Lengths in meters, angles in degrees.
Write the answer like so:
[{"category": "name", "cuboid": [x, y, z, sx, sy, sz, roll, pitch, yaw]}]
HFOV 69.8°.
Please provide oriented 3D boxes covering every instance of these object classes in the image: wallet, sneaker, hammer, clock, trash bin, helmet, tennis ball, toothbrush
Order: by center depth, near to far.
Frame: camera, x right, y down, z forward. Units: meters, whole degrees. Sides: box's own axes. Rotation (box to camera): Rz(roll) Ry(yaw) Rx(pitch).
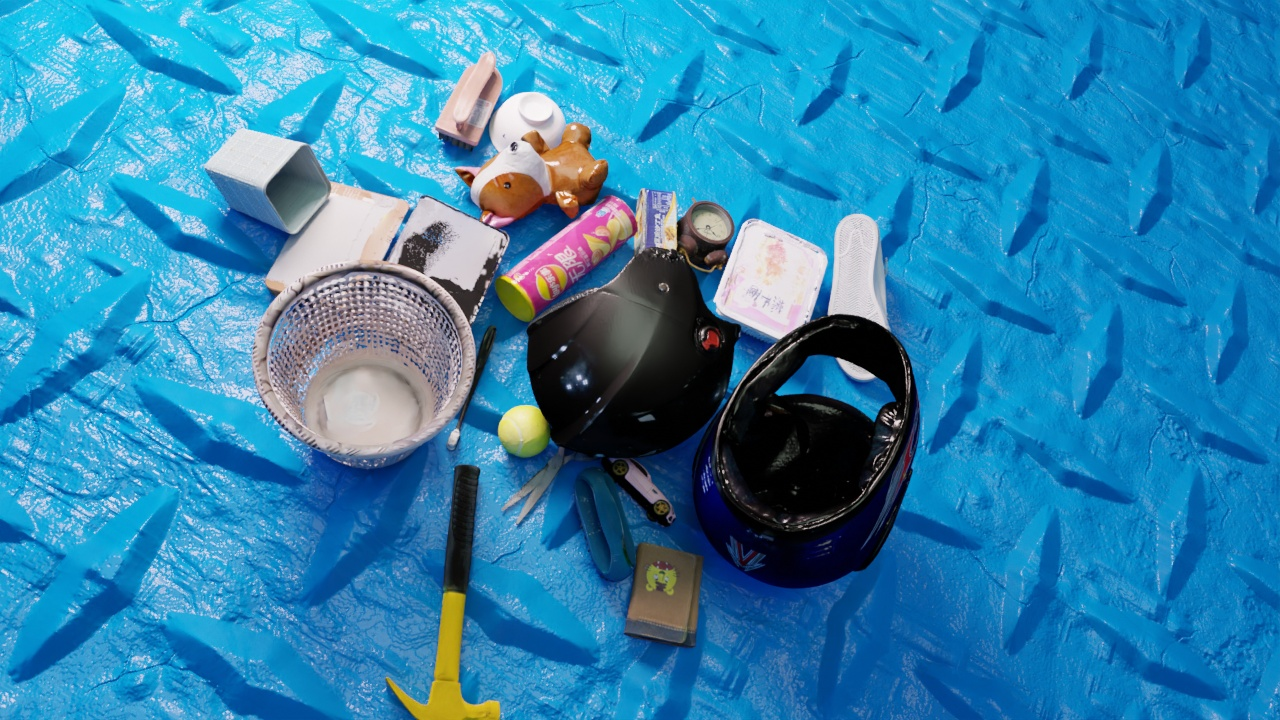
[{"category": "trash bin", "cuboid": [-0.310, 0.028, 1.047, 0.227, 0.193, 0.227, 6, 67, -13]}, {"category": "hammer", "cuboid": [-0.216, 0.268, 1.062, 0.128, 0.033, 0.300, 8, 66, -13]}, {"category": "helmet", "cuboid": [-0.007, 0.006, 1.116, 0.274, 0.234, 0.230, 10, 72, -27]}, {"category": "helmet", "cuboid": [0.204, 0.123, 1.116, 0.247, 0.240, 0.314, 28, 72, 20]}, {"category": "wallet", "cuboid": [0.031, 0.287, 1.123, 0.090, 0.033, 0.115, 14, 61, -8]}, {"category": "tennis ball", "cuboid": [-0.143, 0.088, 1.139, 0.065, 0.066, 0.065, 6, 66, -13]}, {"category": "toothbrush", "cuboid": [-0.214, 0.031, 1.173, 0.015, 0.018, 0.180, 17, 63, -5]}, {"category": "clock", "cuboid": [0.090, -0.174, 1.315, 0.082, 0.055, 0.121, 20, 56, -13]}, {"category": "sneaker", "cuboid": [0.319, -0.087, 1.342, 0.090, 0.090, 0.242, -2, 85, 15]}]

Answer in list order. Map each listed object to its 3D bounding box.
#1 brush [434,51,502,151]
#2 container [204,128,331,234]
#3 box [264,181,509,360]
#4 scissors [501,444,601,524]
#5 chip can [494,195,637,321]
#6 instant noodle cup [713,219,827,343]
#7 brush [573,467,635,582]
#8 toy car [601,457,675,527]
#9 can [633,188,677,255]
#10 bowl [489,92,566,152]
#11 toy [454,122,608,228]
[{"category": "brush", "cuboid": [-0.237, -0.372, 1.307, 0.063, 0.073, 0.145, 21, 62, -5]}, {"category": "container", "cuboid": [-0.472, -0.230, 1.160, 0.111, 0.090, 0.089, 21, 62, 20]}, {"category": "box", "cuboid": [-0.324, -0.126, 1.173, 0.260, 0.105, 0.178, 25, 64, -10]}, {"category": "scissors", "cuboid": [-0.111, 0.127, 1.163, 0.168, 0.014, 0.156, -7, 71, -16]}, {"category": "chip can", "cuboid": [-0.097, -0.141, 1.247, 0.071, 0.072, 0.210, 45, 63, 6]}, {"category": "instant noodle cup", "cuboid": [0.181, -0.103, 1.313, 0.138, 0.060, 0.173, 24, 65, -4]}, {"category": "brush", "cuboid": [-0.043, 0.197, 1.116, 0.055, 0.074, 0.143, -13, 72, -15]}, {"category": "toy car", "cuboid": [-0.001, 0.159, 1.155, 0.122, 0.056, 0.037, 44, 70, 5]}, {"category": "can", "cuboid": [0.021, -0.174, 1.293, 0.049, 0.075, 0.148, 6, 65, -9]}, {"category": "bowl", "cuboid": [-0.156, -0.346, 1.322, 0.118, 0.065, 0.118, 5, 67, -13]}, {"category": "toy", "cuboid": [-0.145, -0.251, 1.258, 0.199, 0.131, 0.140, -18, 55, -12]}]
